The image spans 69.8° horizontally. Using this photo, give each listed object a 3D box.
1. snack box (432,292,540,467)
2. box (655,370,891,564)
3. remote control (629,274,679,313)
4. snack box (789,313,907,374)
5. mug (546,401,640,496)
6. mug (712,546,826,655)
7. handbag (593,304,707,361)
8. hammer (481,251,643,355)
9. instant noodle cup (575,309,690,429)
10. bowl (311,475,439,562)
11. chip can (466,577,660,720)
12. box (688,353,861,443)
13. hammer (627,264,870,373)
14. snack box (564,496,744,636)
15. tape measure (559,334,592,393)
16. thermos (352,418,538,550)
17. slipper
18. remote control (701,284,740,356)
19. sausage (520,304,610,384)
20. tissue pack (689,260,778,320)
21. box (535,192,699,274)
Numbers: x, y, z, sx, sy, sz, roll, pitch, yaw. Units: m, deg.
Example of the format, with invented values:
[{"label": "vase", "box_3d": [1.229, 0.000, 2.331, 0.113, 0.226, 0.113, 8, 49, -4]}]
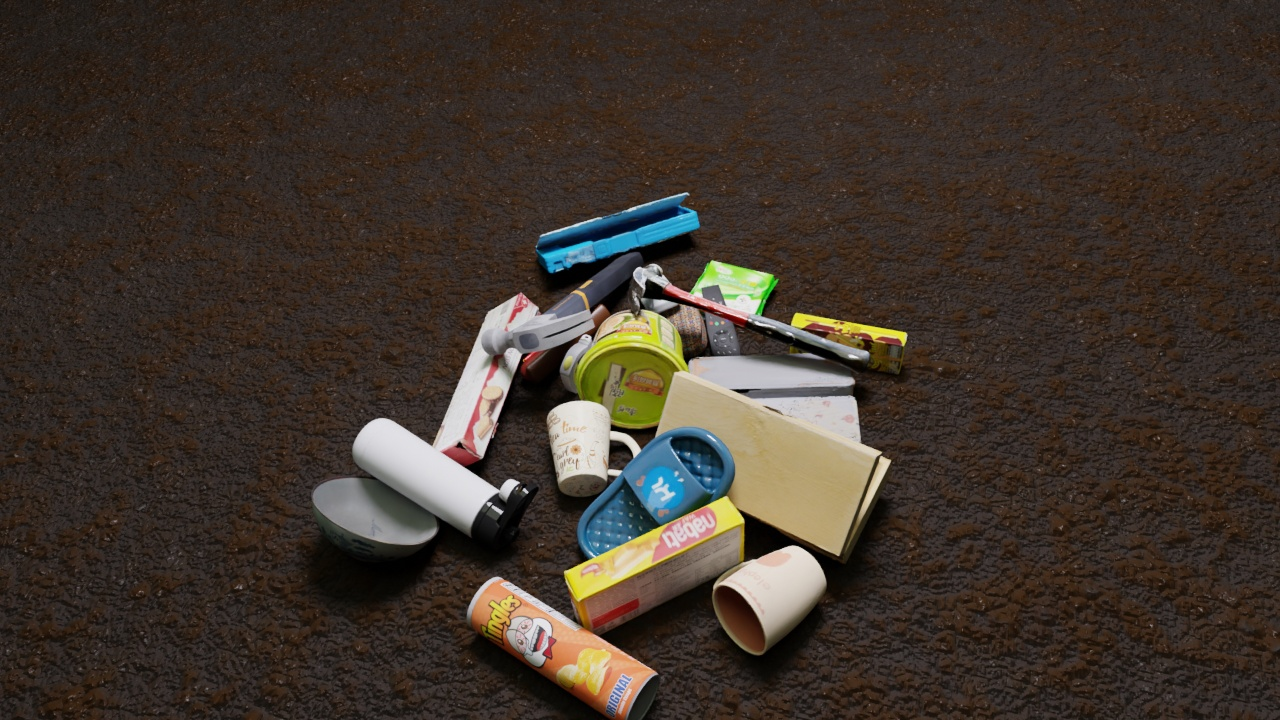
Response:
[{"label": "snack box", "box_3d": [-0.206, 0.026, 1.233, 0.077, 0.044, 0.272, -26, 35, 36]}, {"label": "box", "box_3d": [0.144, 0.119, 1.057, 0.249, 0.148, 0.140, 23, 82, 25]}, {"label": "remote control", "box_3d": [0.019, -0.103, 1.323, 0.050, 0.022, 0.133, -25, 27, -3]}, {"label": "snack box", "box_3d": [0.275, -0.022, 1.225, 0.149, 0.061, 0.025, 11, 51, 17]}, {"label": "mug", "box_3d": [-0.055, 0.116, 1.143, 0.122, 0.081, 0.097, 10, 51, -21]}, {"label": "mug", "box_3d": [0.133, 0.247, 0.989, 0.104, 0.085, 0.112, -26, 20, -29]}, {"label": "handbag", "box_3d": [-0.005, -0.025, 1.290, 0.196, 0.043, 0.093, -14, 50, 6]}, {"label": "hammer", "box_3d": [-0.082, -0.088, 1.281, 0.140, 0.035, 0.311, -6, 22, 29]}, {"label": "instant noodle cup", "box_3d": [-0.007, 0.007, 1.183, 0.146, 0.146, 0.097, -1, 37, 6]}, {"label": "bowl", "box_3d": [-0.318, 0.196, 1.079, 0.150, 0.057, 0.150, 22, 14, -6]}, {"label": "chip can", "box_3d": [-0.084, 0.305, 0.966, 0.210, 0.062, 0.062, 24, 54, 26]}, {"label": "box", "box_3d": [0.168, 0.055, 1.184, 0.216, 0.063, 0.156, -1, 58, 5]}, {"label": "hammer", "box_3d": [0.136, -0.049, 1.188, 0.326, 0.036, 0.140, 20, 22, 9]}, {"label": "snack box", "box_3d": [0.019, 0.227, 1.004, 0.200, 0.092, 0.042, -23, 49, -14]}, {"label": "tape measure", "box_3d": [-0.083, 0.006, 1.241, 0.017, 0.064, 0.064, 20, 57, 23]}, {"label": "thermos", "box_3d": [-0.235, 0.136, 1.101, 0.230, 0.101, 0.068, 29, 20, 17]}, {"label": "slipper", "box_3d": [0.009, 0.154, 1.036, 0.214, 0.059, 0.103, -39, 70, 14]}, {"label": "remote control", "box_3d": [0.110, -0.047, 1.274, 0.039, 0.010, 0.124, -11, 68, -2]}, {"label": "sausage", "box_3d": [-0.105, -0.025, 1.276, 0.155, 0.040, 0.040, -41, 55, -18]}, {"label": "tissue pack", "box_3d": [0.132, -0.096, 1.331, 0.114, 0.034, 0.099, 16, 50, 18]}, {"label": "box", "box_3d": [-0.040, -0.202, 1.409, 0.243, 0.066, 0.091, -18, 20, -10]}]
